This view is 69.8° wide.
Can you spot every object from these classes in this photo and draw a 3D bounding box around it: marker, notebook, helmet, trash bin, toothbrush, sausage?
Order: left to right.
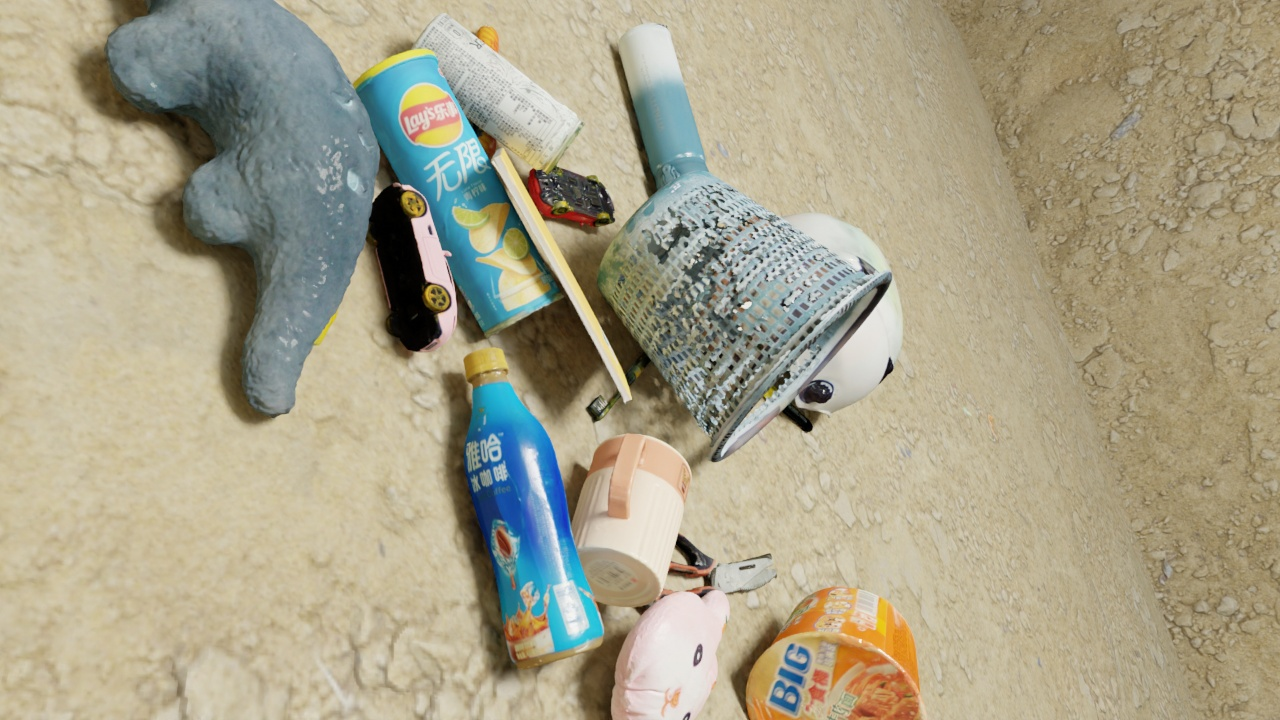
[{"bbox_3d":[-0.138,-0.243,0.822,0.021,0.022,0.165,27,48,-43],"label":"sausage"},{"bbox_3d":[-0.064,-0.075,0.739,0.206,0.010,0.145,62,1,-18],"label":"notebook"},{"bbox_3d":[-0.005,0.005,0.854,0.017,0.012,0.185,48,35,-6],"label":"toothbrush"},{"bbox_3d":[0.077,-0.055,0.826,0.195,0.227,0.226,45,30,14],"label":"trash bin"},{"bbox_3d":[0.166,0.050,1.060,0.124,0.015,0.018,39,44,-36],"label":"marker"},{"bbox_3d":[0.227,-0.064,1.069,0.259,0.146,0.228,54,25,-31],"label":"helmet"}]

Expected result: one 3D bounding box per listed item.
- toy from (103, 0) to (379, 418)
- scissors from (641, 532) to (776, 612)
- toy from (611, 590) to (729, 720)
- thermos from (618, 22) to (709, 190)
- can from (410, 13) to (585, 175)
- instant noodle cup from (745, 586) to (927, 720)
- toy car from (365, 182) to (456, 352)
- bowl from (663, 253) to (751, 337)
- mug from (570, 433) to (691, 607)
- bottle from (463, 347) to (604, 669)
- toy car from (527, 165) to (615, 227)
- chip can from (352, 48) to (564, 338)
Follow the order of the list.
[{"bbox_3d":[-0.239,-0.146,0.569,0.137,0.092,0.356,-21,85,-29],"label":"toy"},{"bbox_3d":[0.063,0.184,0.826,0.193,0.015,0.205,54,34,-15],"label":"scissors"},{"bbox_3d":[0.029,0.228,0.696,0.159,0.054,0.121,-5,106,-62],"label":"toy"},{"bbox_3d":[0.029,-0.273,1.035,0.070,0.070,0.220,10,61,-52],"label":"thermos"},{"bbox_3d":[-0.121,-0.220,0.765,0.146,0.058,0.058,35,40,-12],"label":"can"},{"bbox_3d":[0.180,0.281,0.816,0.151,0.152,0.111,62,25,-5],"label":"instant noodle cup"},{"bbox_3d":[-0.158,-0.065,0.646,0.037,0.056,0.122,-2,70,-51],"label":"toy car"},{"bbox_3d":[0.075,-0.071,0.965,0.116,0.066,0.116,32,45,-40],"label":"bowl"},{"bbox_3d":[-0.010,0.112,0.693,0.115,0.082,0.105,92,11,-45],"label":"mug"},{"bbox_3d":[-0.084,0.097,0.635,0.065,0.065,0.218,2,67,-54],"label":"bottle"},{"bbox_3d":[-0.063,-0.152,0.858,0.106,0.031,0.049,2,68,-53],"label":"toy car"},{"bbox_3d":[-0.138,-0.124,0.698,0.210,0.071,0.071,62,33,-5],"label":"chip can"}]
